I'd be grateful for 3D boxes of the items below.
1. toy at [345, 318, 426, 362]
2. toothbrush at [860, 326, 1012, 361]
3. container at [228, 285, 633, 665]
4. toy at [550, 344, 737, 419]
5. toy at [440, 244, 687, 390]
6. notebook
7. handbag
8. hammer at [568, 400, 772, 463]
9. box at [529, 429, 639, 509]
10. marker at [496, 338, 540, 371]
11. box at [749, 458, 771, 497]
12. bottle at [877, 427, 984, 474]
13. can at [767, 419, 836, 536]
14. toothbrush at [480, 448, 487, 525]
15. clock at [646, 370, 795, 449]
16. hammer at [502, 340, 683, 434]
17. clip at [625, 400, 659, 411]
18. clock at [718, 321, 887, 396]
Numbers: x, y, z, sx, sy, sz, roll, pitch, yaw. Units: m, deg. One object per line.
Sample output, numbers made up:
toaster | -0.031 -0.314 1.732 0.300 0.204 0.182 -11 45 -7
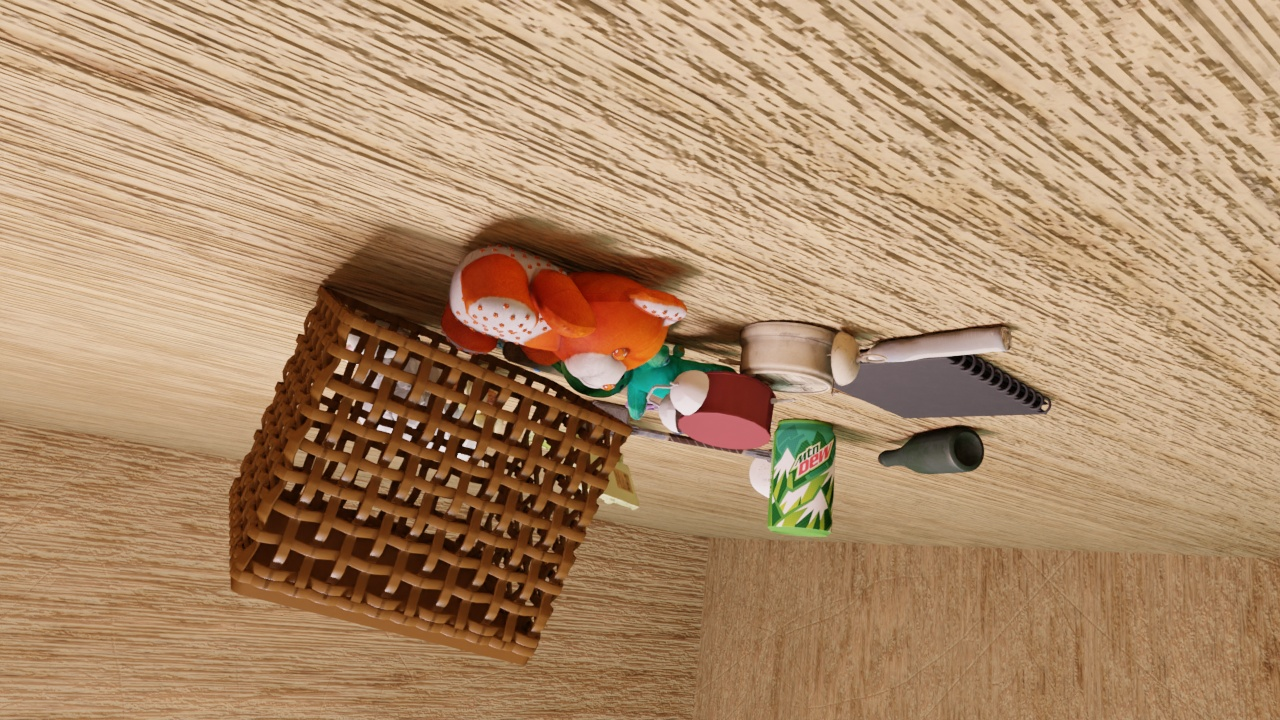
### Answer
toy | -0.271 -0.022 0.939 0.126 0.037 0.076 -5 159 29
toothbrush | 0.228 -0.008 0.800 0.186 0.022 0.024 -10 140 45
container | -0.190 0.092 0.795 0.251 0.214 0.220 24 180 -26
toy | -0.005 0.005 0.874 0.193 0.072 0.131 13 147 -9
toy | -0.061 -0.029 0.706 0.172 0.092 0.164 9 166 -17
notebook | 0.287 0.026 0.919 0.169 0.019 0.231 -6 162 43
handbag | -0.232 0.044 1.044 0.124 0.112 0.171 -12 159 27
hammer | 0.061 0.113 1.310 0.321 0.044 0.099 12 165 -22
box | -0.068 0.138 1.257 0.133 0.061 0.188 43 -176 29
marker | -0.139 -0.012 0.971 0.013 0.013 0.142 1 165 21
box | 0.241 0.192 1.489 0.081 0.091 0.160 -6 154 30
bottle | 0.366 0.122 1.193 0.055 0.055 0.174 11 167 -19
can | 0.212 0.154 1.202 0.083 0.144 0.083 6 166 1
toothbrush | -0.196 0.122 1.181 0.010 0.181 0.010 0 170 14
clock | 0.068 0.043 0.825 0.124 0.044 0.087 15 156 -5
hammer | -0.015 0.027 1.031 0.321 0.040 0.130 19 157 -38
clip | 0.010 0.057 1.180 0.050 0.014 0.046 12 165 -29
clock | 0.148 0.003 0.814 0.141 0.054 0.093 0 164 33
